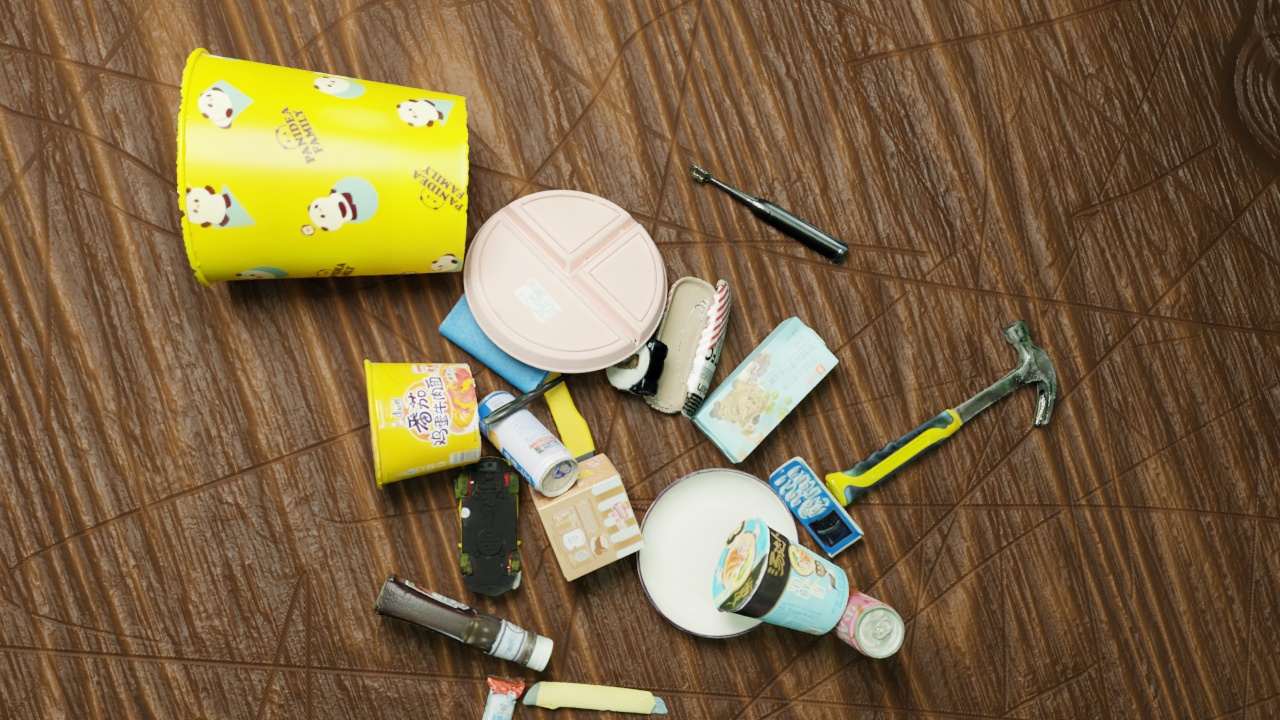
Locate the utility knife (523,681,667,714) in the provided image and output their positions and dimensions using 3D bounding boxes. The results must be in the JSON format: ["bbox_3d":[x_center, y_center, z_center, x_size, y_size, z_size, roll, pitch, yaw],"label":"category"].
[{"bbox_3d":[-0.048,0.385,1.042,0.167,0.018,0.031,10,89,-7],"label":"utility knife"}]

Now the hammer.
[{"bbox_3d":[0.369,0.082,1.116,0.323,0.032,0.126,-31,91,-9],"label":"hammer"}]

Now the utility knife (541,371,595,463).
[{"bbox_3d":[-0.099,0.026,1.054,0.033,0.015,0.209,-21,86,-11],"label":"utility knife"}]

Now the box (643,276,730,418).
[{"bbox_3d":[0.051,-0.018,1.060,0.088,0.076,0.162,13,86,19],"label":"box"}]

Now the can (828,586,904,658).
[{"bbox_3d":[0.238,0.287,1.025,0.058,0.147,0.058,1,86,-9],"label":"can"}]

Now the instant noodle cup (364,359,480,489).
[{"bbox_3d":[-0.232,0.061,0.979,0.109,0.138,0.138,-7,88,-17],"label":"instant noodle cup"}]

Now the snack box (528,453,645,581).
[{"bbox_3d":[-0.060,0.171,1.011,0.094,0.077,0.093,-22,107,-9],"label":"snack box"}]

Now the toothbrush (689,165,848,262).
[{"bbox_3d":[0.152,-0.178,1.100,0.212,0.026,0.027,28,44,-6],"label":"toothbrush"}]

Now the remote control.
[{"bbox_3d":[0.207,0.172,1.084,0.049,0.024,0.125,-38,92,17],"label":"remote control"}]

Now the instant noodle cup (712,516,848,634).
[{"bbox_3d":[0.158,0.242,1.003,0.120,0.111,0.111,24,83,-15],"label":"instant noodle cup"}]

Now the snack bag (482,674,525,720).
[{"bbox_3d":[-0.160,0.401,1.019,0.045,0.026,0.105,15,86,-16],"label":"snack bag"}]

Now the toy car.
[{"bbox_3d":[-0.169,0.184,1.022,0.071,0.041,0.155,-2,85,-9],"label":"toy car"}]

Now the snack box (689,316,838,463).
[{"bbox_3d":[0.144,0.034,1.074,0.174,0.052,0.074,-45,93,-8],"label":"snack box"}]

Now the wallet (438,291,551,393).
[{"bbox_3d":[-0.145,-0.038,1.035,0.133,0.040,0.106,36,86,3],"label":"wallet"}]

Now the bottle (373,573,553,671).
[{"bbox_3d":[-0.190,0.286,0.994,0.195,0.080,0.044,24,78,-9],"label":"bottle"}]

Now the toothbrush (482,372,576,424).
[{"bbox_3d":[-0.102,0.026,1.016,0.015,0.018,0.180,36,50,29],"label":"toothbrush"}]

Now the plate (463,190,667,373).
[{"bbox_3d":[-0.080,-0.096,1.022,0.229,0.028,0.229,4,67,-9],"label":"plate"}]

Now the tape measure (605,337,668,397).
[{"bbox_3d":[-0.006,0.006,1.044,0.033,0.066,0.065,25,74,-49],"label":"tape measure"}]

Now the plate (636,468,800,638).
[{"bbox_3d":[0.088,0.220,1.061,0.192,0.039,0.192,1,87,-9],"label":"plate"}]

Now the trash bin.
[{"bbox_3d":[-0.311,-0.186,0.938,0.255,0.230,0.229,1,86,-14],"label":"trash bin"}]

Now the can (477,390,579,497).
[{"bbox_3d":[-0.124,0.089,0.991,0.053,0.053,0.134,-44,52,-9],"label":"can"}]
